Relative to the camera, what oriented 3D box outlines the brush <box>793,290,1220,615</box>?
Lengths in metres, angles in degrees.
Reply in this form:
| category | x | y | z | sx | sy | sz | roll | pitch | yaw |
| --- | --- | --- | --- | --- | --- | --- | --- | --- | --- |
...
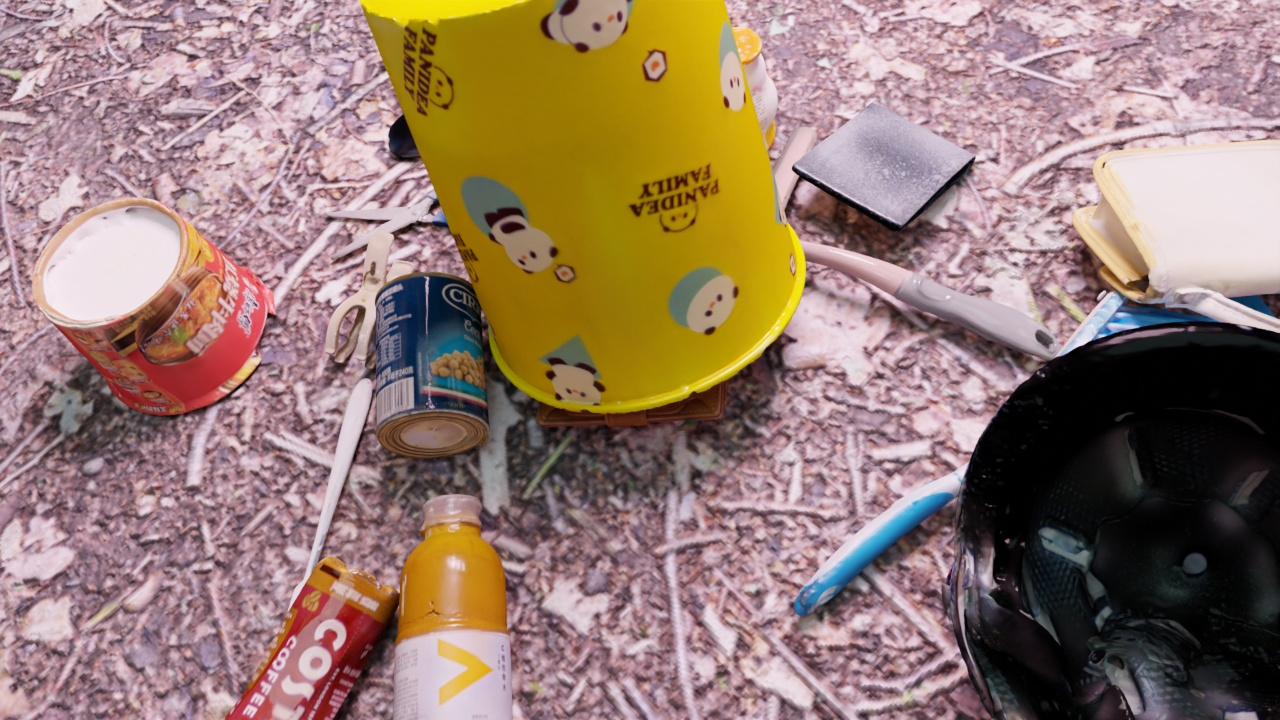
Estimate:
| category | x | y | z | sx | sy | sz | roll | pitch | yaw |
| --- | --- | --- | --- | --- | --- | --- | --- | --- | --- |
| brush | 0.234 | 0.068 | 0.576 | 0.109 | 0.060 | 0.314 | 35 | 73 | 28 |

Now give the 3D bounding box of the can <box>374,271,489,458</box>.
| category | x | y | z | sx | sy | sz | roll | pitch | yaw |
| --- | --- | --- | --- | --- | --- | --- | --- | --- | --- |
| can | -0.145 | 0.005 | 0.636 | 0.075 | 0.075 | 0.111 | -10 | 62 | 1 |

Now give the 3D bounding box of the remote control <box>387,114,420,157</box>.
| category | x | y | z | sx | sy | sz | roll | pitch | yaw |
| --- | --- | --- | --- | --- | --- | --- | --- | --- | --- |
| remote control | -0.150 | -0.204 | 0.778 | 0.136 | 0.024 | 0.053 | -11 | 62 | 1 |

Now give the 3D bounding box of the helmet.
| category | x | y | z | sx | sy | sz | roll | pitch | yaw |
| --- | --- | --- | --- | --- | --- | --- | --- | --- | --- |
| helmet | 0.283 | 0.124 | 0.464 | 0.230 | 0.156 | 0.274 | -21 | 76 | 20 |

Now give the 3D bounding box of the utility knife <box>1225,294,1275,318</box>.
| category | x | y | z | sx | sy | sz | roll | pitch | yaw |
| --- | --- | --- | --- | --- | --- | --- | --- | --- | --- |
| utility knife | 0.413 | -0.030 | 0.623 | 0.034 | 0.018 | 0.238 | -13 | 60 | -7 |

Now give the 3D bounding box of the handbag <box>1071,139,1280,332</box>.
| category | x | y | z | sx | sy | sz | roll | pitch | yaw |
| --- | --- | --- | --- | --- | --- | --- | --- | --- | --- |
| handbag | 0.389 | -0.064 | 0.592 | 0.163 | 0.063 | 0.178 | -5 | 48 | -1 |

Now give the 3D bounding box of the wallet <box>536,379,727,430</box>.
| category | x | y | z | sx | sy | sz | roll | pitch | yaw |
| --- | --- | --- | --- | --- | --- | --- | --- | --- | --- |
| wallet | -0.004 | 0.004 | 0.638 | 0.131 | 0.035 | 0.118 | -4 | 57 | 16 |

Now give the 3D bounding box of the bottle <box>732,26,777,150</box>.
| category | x | y | z | sx | sy | sz | roll | pitch | yaw |
| --- | --- | --- | --- | --- | --- | --- | --- | --- | --- |
| bottle | 0.074 | -0.202 | 0.703 | 0.063 | 0.108 | 0.063 | -2 | 63 | 4 |

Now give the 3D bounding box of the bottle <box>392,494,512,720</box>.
| category | x | y | z | sx | sy | sz | roll | pitch | yaw |
| --- | --- | --- | --- | --- | --- | --- | --- | --- | --- |
| bottle | -0.111 | 0.174 | 0.545 | 0.068 | 0.068 | 0.189 | -8 | 61 | 2 |

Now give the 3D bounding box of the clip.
| category | x | y | z | sx | sy | sz | roll | pitch | yaw |
| --- | --- | --- | --- | --- | --- | --- | --- | --- | --- |
| clip | -0.202 | -0.043 | 0.690 | 0.035 | 0.071 | 0.100 | 9 | 70 | 12 |

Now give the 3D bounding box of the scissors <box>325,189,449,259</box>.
| category | x | y | z | sx | sy | sz | roll | pitch | yaw |
| --- | --- | --- | --- | --- | --- | --- | --- | --- | --- |
| scissors | -0.166 | -0.120 | 0.742 | 0.164 | 0.012 | 0.162 | 32 | 71 | 22 |

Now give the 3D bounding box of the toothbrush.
| category | x | y | z | sx | sy | sz | roll | pitch | yaw |
| --- | --- | --- | --- | --- | --- | --- | --- | --- | --- |
| toothbrush | -0.210 | 0.092 | 0.633 | 0.016 | 0.016 | 0.179 | 3 | 60 | 6 |

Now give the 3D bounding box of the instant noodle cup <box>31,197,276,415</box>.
| category | x | y | z | sx | sy | sz | roll | pitch | yaw |
| --- | --- | --- | --- | --- | --- | --- | --- | --- | --- |
| instant noodle cup | -0.358 | -0.044 | 0.668 | 0.138 | 0.109 | 0.137 | -3 | 62 | 5 |

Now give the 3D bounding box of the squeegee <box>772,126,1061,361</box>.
| category | x | y | z | sx | sy | sz | roll | pitch | yaw |
| --- | --- | --- | --- | --- | --- | --- | --- | --- | --- |
| squeegee | 0.177 | -0.054 | 0.653 | 0.250 | 0.040 | 0.247 | 22 | 66 | 16 |

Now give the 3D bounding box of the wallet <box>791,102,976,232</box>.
| category | x | y | z | sx | sy | sz | roll | pitch | yaw |
| --- | --- | --- | --- | --- | --- | --- | --- | --- | --- |
| wallet | 0.185 | -0.149 | 0.697 | 0.097 | 0.019 | 0.120 | 35 | 54 | 22 |

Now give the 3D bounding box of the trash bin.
| category | x | y | z | sx | sy | sz | roll | pitch | yaw |
| --- | --- | --- | --- | --- | --- | --- | --- | --- | --- |
| trash bin | -0.031 | -0.135 | 0.562 | 0.230 | 0.255 | 0.229 | -11 | 44 | 11 |

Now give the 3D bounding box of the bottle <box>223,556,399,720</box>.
| category | x | y | z | sx | sy | sz | roll | pitch | yaw |
| --- | --- | --- | --- | --- | --- | --- | --- | --- | --- |
| bottle | -0.210 | 0.207 | 0.545 | 0.057 | 0.057 | 0.174 | 19 | 66 | 16 |
